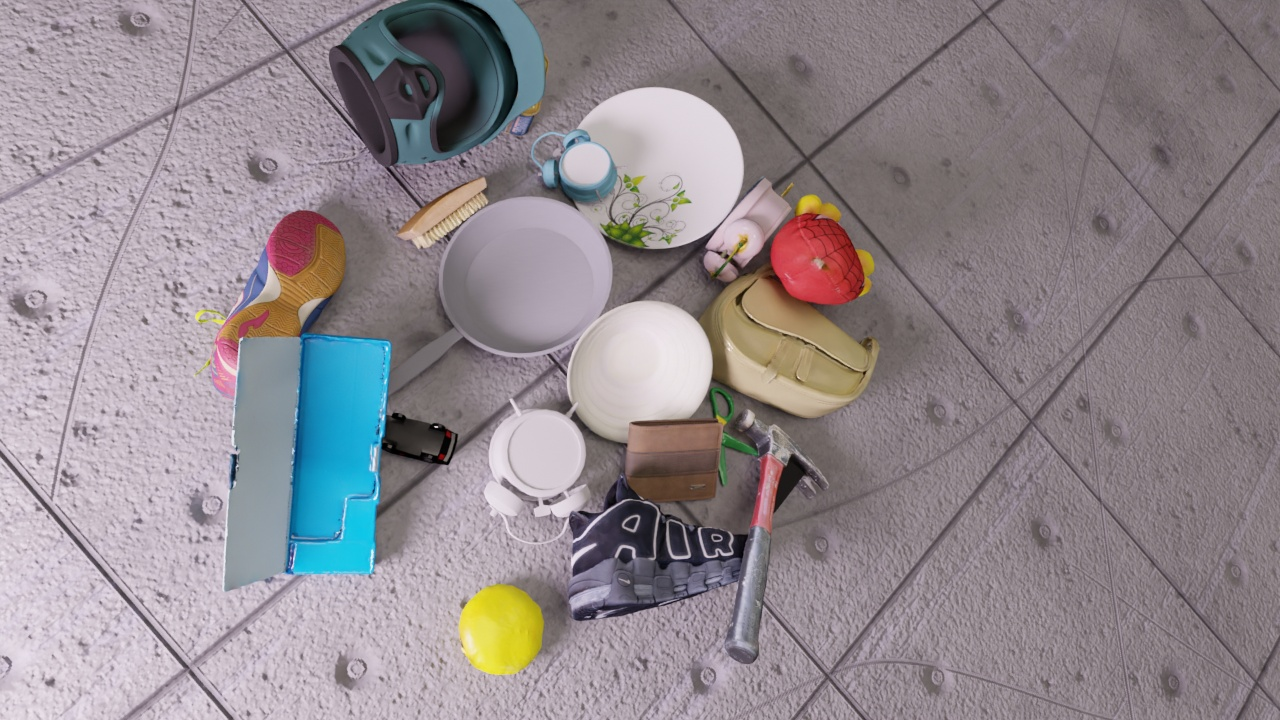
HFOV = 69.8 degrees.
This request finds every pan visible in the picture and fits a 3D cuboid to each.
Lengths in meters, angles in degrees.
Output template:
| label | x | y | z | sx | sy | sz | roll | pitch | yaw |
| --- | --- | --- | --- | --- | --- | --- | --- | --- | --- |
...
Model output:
| label | x | y | z | sx | sy | sz | roll | pitch | yaw |
| --- | --- | --- | --- | --- | --- | --- | --- | --- | --- |
| pan | -0.190 | -0.045 | 1.053 | 0.356 | 0.051 | 0.201 | -42 | 75 | -11 |

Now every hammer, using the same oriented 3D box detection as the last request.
| label | x | y | z | sx | sy | sz | roll | pitch | yaw |
| --- | --- | --- | --- | --- | --- | --- | --- | --- | --- |
| hammer | 0.143 | 0.201 | 1.040 | 0.140 | 0.037 | 0.325 | 38 | 38 | -14 |

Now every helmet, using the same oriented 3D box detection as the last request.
| label | x | y | z | sx | sy | sz | roll | pitch | yaw |
| --- | --- | --- | --- | --- | --- | --- | --- | --- | --- |
| helmet | -0.216 | -0.316 | 1.014 | 0.200 | 0.275 | 0.176 | -28 | 111 | -16 |

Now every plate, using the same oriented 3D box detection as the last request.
| label | x | y | z | sx | sy | sz | roll | pitch | yaw |
| --- | --- | --- | --- | --- | --- | --- | --- | --- | --- |
| plate | 0.018 | -0.247 | 1.196 | 0.229 | 0.030 | 0.229 | 0 | 75 | 0 |

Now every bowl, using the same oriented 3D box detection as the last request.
| label | x | y | z | sx | sy | sz | roll | pitch | yaw |
| --- | --- | --- | --- | --- | --- | --- | --- | --- | --- |
| bowl | -0.006 | 0.006 | 1.086 | 0.176 | 0.058 | 0.177 | -6 | 111 | -15 |

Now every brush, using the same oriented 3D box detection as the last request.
| label | x | y | z | sx | sy | sz | roll | pitch | yaw |
| --- | --- | --- | --- | --- | --- | --- | --- | --- | --- |
| brush | -0.231 | -0.174 | 1.088 | 0.116 | 0.049 | 0.039 | -42 | 113 | -27 |

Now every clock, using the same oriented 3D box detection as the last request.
| label | x | y | z | sx | sy | sz | roll | pitch | yaw |
| --- | --- | --- | --- | --- | --- | --- | --- | --- | --- |
| clock | -0.116 | 0.125 | 1.031 | 0.119 | 0.061 | 0.159 | 5 | 81 | -18 |
| clock | -0.083 | -0.249 | 1.163 | 0.123 | 0.042 | 0.087 | 32 | 77 | 14 |
| clock | 0.132 | -0.163 | 1.173 | 0.059 | 0.117 | 0.157 | 39 | 55 | 0 |

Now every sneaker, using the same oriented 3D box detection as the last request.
| label | x | y | z | sx | sy | sz | roll | pitch | yaw |
| --- | --- | --- | --- | --- | --- | --- | --- | --- | --- |
| sneaker | 0.018 | 0.197 | 1.032 | 0.252 | 0.097 | 0.150 | -3 | 68 | -35 |
| sneaker | -0.396 | -0.064 | 0.983 | 0.116 | 0.091 | 0.241 | 26 | 47 | -17 |

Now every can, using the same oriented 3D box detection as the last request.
| label | x | y | z | sx | sy | sz | roll | pitch | yaw |
| --- | --- | --- | --- | --- | --- | --- | --- | --- | --- |
| can | -0.153 | -0.340 | 1.161 | 0.054 | 0.059 | 0.099 | 14 | 69 | -16 |

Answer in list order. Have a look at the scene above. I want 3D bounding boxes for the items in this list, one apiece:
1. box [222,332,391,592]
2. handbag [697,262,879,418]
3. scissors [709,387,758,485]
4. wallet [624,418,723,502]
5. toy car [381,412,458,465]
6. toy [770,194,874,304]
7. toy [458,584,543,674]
| label | x | y | z | sx | sy | sz | roll | pitch | yaw |
| --- | --- | --- | --- | --- | --- | --- | --- | --- | --- |
| box | -0.336 | 0.095 | 0.911 | 0.170 | 0.070 | 0.243 | 2 | 95 | -46 |
| handbag | 0.192 | -0.020 | 1.175 | 0.233 | 0.089 | 0.190 | 35 | 61 | -7 |
| scissors | 0.090 | 0.094 | 1.142 | 0.130 | 0.011 | 0.125 | -1 | 73 | -20 |
| wallet | 0.039 | 0.119 | 1.090 | 0.121 | 0.027 | 0.099 | 0 | 102 | -22 |
| toy car | -0.248 | 0.087 | 1.006 | 0.091 | 0.036 | 0.042 | 15 | 67 | -5 |
| toy | 0.233 | -0.133 | 1.175 | 0.147 | 0.099 | 0.215 | 48 | 24 | 2 |
| toy | -0.148 | 0.286 | 0.978 | 0.094 | 0.041 | 0.095 | -18 | 80 | -29 |
